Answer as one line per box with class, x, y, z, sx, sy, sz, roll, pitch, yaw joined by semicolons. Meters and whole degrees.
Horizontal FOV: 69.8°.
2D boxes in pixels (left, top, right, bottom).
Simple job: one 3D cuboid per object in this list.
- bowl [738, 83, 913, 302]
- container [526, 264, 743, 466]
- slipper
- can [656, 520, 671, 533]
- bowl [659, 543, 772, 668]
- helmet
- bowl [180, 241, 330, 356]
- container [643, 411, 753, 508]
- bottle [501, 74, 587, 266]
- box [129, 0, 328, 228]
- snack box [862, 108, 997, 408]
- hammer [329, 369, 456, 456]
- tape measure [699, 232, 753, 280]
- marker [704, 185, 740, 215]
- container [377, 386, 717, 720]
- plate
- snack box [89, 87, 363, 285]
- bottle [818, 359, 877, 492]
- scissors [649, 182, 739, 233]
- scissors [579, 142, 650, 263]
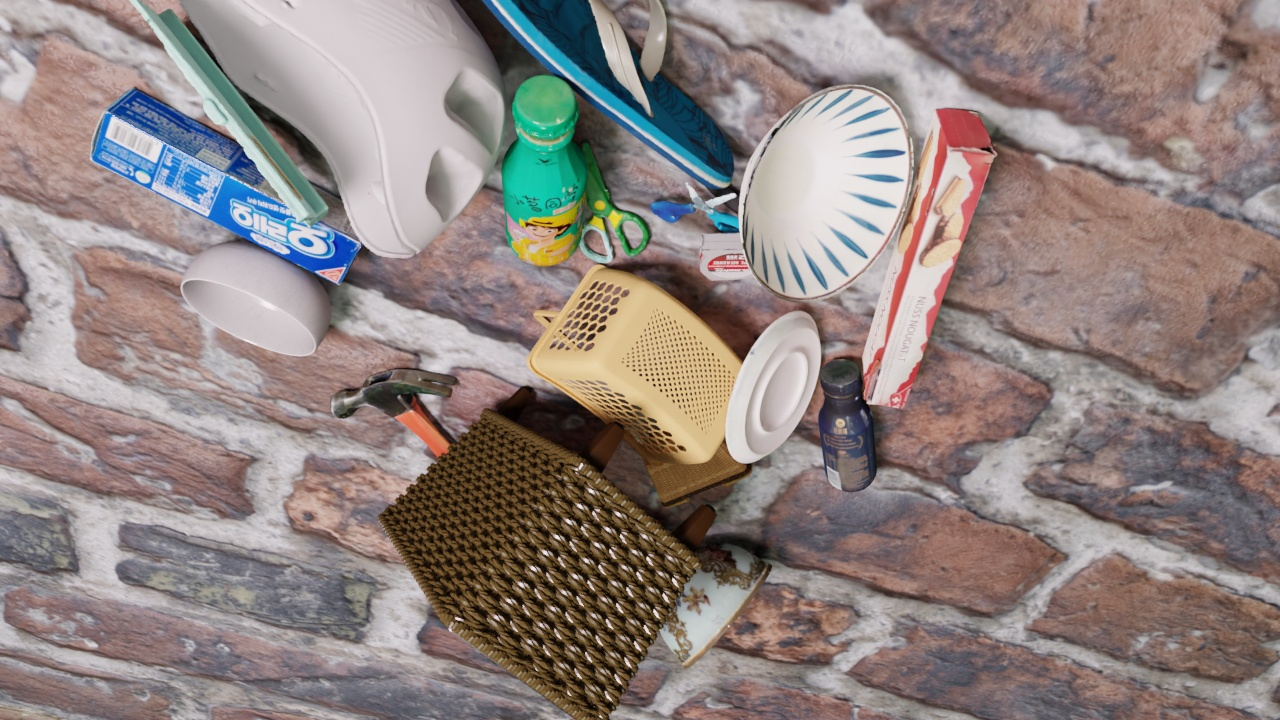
bowl;0.134;-0.141;0.751;0.177;0.071;0.177;-16;123;-27
container;-0.005;0.005;0.883;0.183;0.129;0.167;40;164;-26
slipper;-0.018;-0.235;0.674;0.294;0.118;0.060;36;132;-29
can;-0.039;0.207;1.083;0.142;0.074;0.075;23;129;-15
bowl;0.072;0.277;1.104;0.094;0.159;0.160;40;128;10
helmet;-0.226;-0.213;0.647;0.282;0.183;0.225;33;163;-17
bowl;-0.354;-0.065;0.864;0.132;0.064;0.132;15;154;7
container;0.059;0.105;0.999;0.114;0.063;0.061;-26;117;24
bottle;-0.076;-0.145;0.723;0.068;0.068;0.210;8;161;-3
box;-0.310;-0.184;0.704;0.033;0.136;0.186;-40;107;-13
snack box;0.245;-0.080;0.812;0.044;0.076;0.274;7;132;2
hammer;-0.199;0.131;1.061;0.133;0.033;0.333;-20;128;19
tape measure;0.084;-0.096;0.833;0.060;0.020;0.062;0;158;1
marker;0.105;-0.124;0.821;0.134;0.018;0.015;34;162;-23
container;-0.092;0.157;0.870;0.176;0.321;0.204;44;77;-22
plate;0.132;0.028;0.877;0.014;0.156;0.157;25;141;34
snack box;-0.353;-0.151;0.807;0.226;0.059;0.059;27;123;-19
bottle;0.214;0.069;0.956;0.056;0.056;0.161;-8;130;10
scissors;0.042;-0.130;0.778;0.104;0.015;0.133;11;177;15
scissors;-0.042;-0.140;0.824;0.071;0.014;0.130;-17;129;18
